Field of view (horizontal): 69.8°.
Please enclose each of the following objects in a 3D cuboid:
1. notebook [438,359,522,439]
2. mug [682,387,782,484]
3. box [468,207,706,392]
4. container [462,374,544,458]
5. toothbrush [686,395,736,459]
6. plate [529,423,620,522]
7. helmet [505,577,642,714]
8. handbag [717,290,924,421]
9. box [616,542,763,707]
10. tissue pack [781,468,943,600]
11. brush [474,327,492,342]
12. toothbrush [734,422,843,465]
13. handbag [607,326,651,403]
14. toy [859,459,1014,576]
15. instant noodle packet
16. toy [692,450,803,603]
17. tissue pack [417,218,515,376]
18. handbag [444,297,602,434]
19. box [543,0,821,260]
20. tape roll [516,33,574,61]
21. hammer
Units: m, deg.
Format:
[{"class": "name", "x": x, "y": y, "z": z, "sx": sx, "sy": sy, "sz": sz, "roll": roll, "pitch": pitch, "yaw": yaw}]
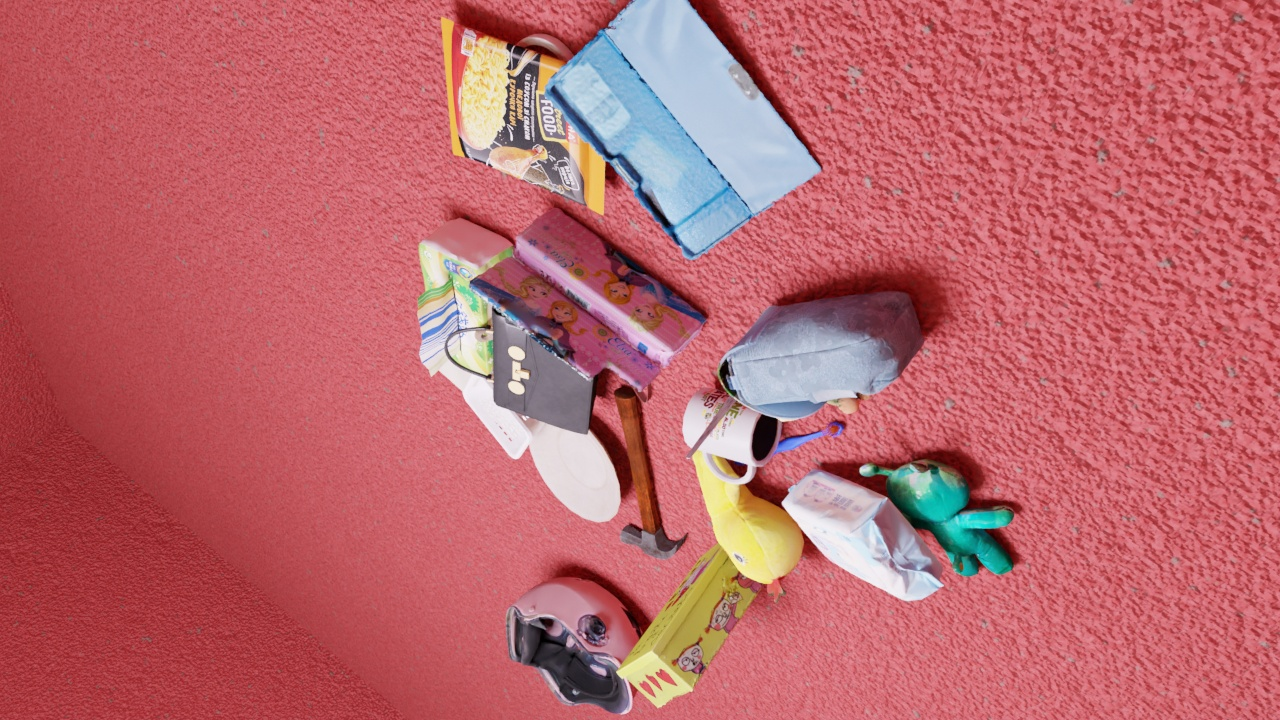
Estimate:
[{"class": "notebook", "x": -0.232, "y": 0.026, "z": 1.379, "sx": 0.209, "sy": 0.012, "sz": 0.153, "roll": 42, "pitch": 141, "yaw": 4}, {"class": "mug", "x": 0.106, "y": 0.091, "z": 1.065, "sx": 0.090, "sy": 0.073, "sz": 0.105, "roll": 13, "pitch": 106, "yaw": 35}, {"class": "box", "x": -0.059, "y": -0.064, "z": 1.022, "sx": 0.230, "sy": 0.159, "sz": 0.035, "roll": 37, "pitch": 143, "yaw": 11}, {"class": "container", "x": -0.191, "y": 0.068, "z": 1.317, "sx": 0.129, "sy": 0.049, "sz": 0.081, "roll": 50, "pitch": 142, "yaw": 9}, {"class": "toothbrush", "x": 0.090, "y": 0.045, "z": 0.964, "sx": 0.010, "sy": 0.181, "sz": 0.010, "roll": 16, "pitch": 130, "yaw": 25}, {"class": "plate", "x": -0.090, "y": 0.147, "z": 1.329, "sx": 0.189, "sy": 0.027, "sz": 0.189, "roll": 28, "pitch": 134, "yaw": 33}, {"class": "helmet", "x": -0.094, "y": 0.464, "z": 1.525, "sx": 0.255, "sy": 0.152, "sz": 0.231, "roll": 27, "pitch": 135, "yaw": 20}, {"class": "handbag", "x": 0.179, "y": 0.001, "z": 0.899, "sx": 0.192, "sy": 0.121, "sz": 0.119, "roll": -7, "pitch": 117, "yaw": 40}, {"class": "box", "x": 0.074, "y": 0.339, "z": 1.208, "sx": 0.081, "sy": 0.220, "sz": 0.125, "roll": 43, "pitch": 144, "yaw": 5}, {"class": "tissue pack", "x": 0.238, "y": 0.188, "z": 0.992, "sx": 0.112, "sy": 0.070, "sz": 0.182, "roll": 50, "pitch": 170, "yaw": -16}, {"class": "brush", "x": -0.139, "y": -0.046, "z": 1.165, "sx": 0.151, "sy": 0.012, "sz": 0.039, "roll": -11, "pitch": 130, "yaw": 6}, {"class": "toothbrush", "x": 0.168, "y": 0.100, "z": 1.073, "sx": 0.183, "sy": 0.018, "sz": 0.016, "roll": -28, "pitch": 78, "yaw": 50}, {"class": "handbag", "x": -0.007, "y": 0.007, "z": 1.149, "sx": 0.055, "sy": 0.029, "sz": 0.120, "roll": 14, "pitch": 137, "yaw": 37}, {"class": "toy", "x": 0.316, "y": 0.165, "z": 0.959, "sx": 0.193, "sy": 0.072, "sz": 0.131, "roll": 49, "pitch": 142, "yaw": -18}, {"class": "instant noodle packet", "x": -0.127, "y": -0.263, "z": 0.987, "sx": 0.221, "sy": 0.032, "sz": 0.160, "roll": 26, "pitch": 135, "yaw": 24}, {"class": "toy", "x": 0.129, "y": 0.194, "z": 1.137, "sx": 0.207, "sy": 0.092, "sz": 0.134, "roll": 52, "pitch": 169, "yaw": 4}, {"class": "tissue pack", "x": -0.240, "y": -0.064, "z": 1.201, "sx": 0.120, "sy": 0.141, "sz": 0.198, "roll": 21, "pitch": 135, "yaw": 28}, {"class": "handbag", "x": -0.152, "y": -0.004, "z": 1.165, "sx": 0.196, "sy": 0.072, "sz": 0.176, "roll": 9, "pitch": 135, "yaw": 1}, {"class": "box", "x": 0.040, "y": -0.225, "z": 0.876, "sx": 0.175, "sy": 0.033, "sz": 0.231, "roll": -31, "pitch": 107, "yaw": 35}, {"class": "tape roll", "x": -0.099, "y": -0.297, "z": 0.970, "sx": 0.093, "sy": 0.013, "sz": 0.093, "roll": 24, "pitch": 136, "yaw": 26}, {"class": "hammer", "x": 0.002, "y": 0.162, "z": 1.272, "sx": 0.111, "sy": 0.028, "sz": 0.301, "roll": 17, "pitch": 133, "yaw": 33}]
